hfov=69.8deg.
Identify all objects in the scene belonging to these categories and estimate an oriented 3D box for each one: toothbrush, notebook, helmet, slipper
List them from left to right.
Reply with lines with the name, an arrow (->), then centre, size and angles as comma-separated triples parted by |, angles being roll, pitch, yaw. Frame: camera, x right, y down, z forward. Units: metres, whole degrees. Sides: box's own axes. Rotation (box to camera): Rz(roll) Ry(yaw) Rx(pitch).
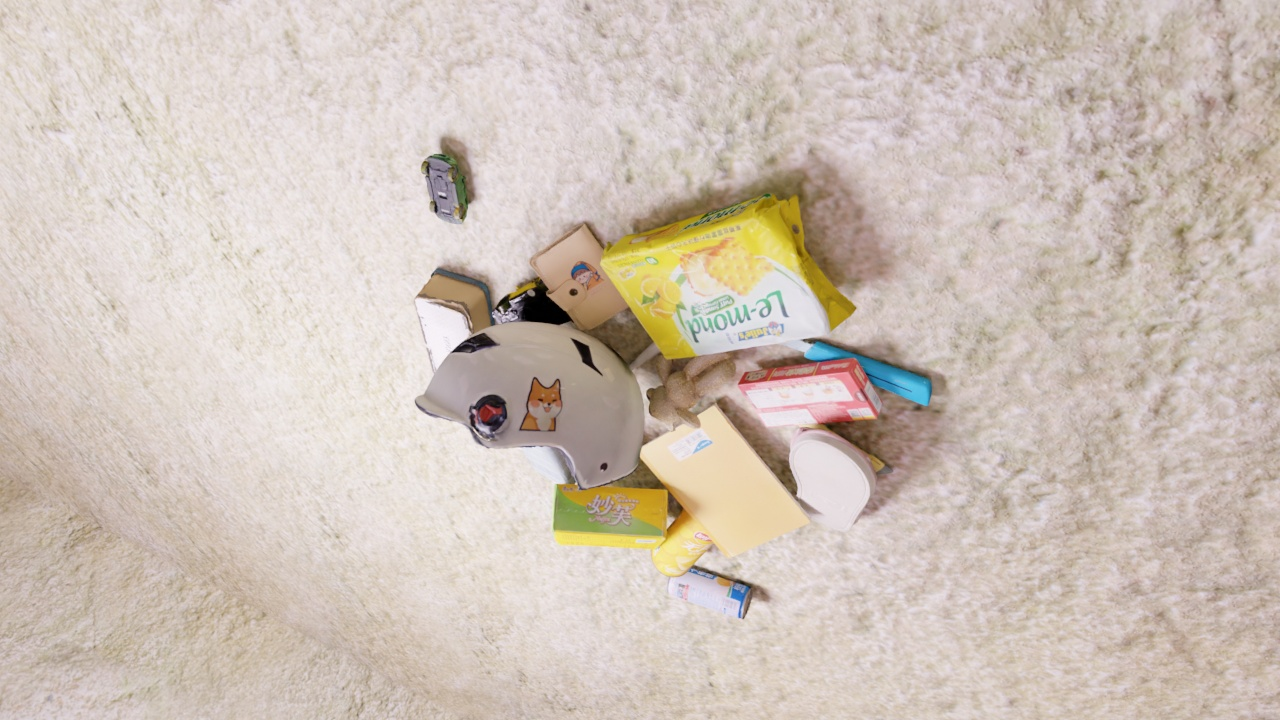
helmet -> -0.112, 0.033, 1.089 | 0.274, 0.157, 0.230 | 23, -176, 3
toothbrush -> -0.007, 0.007, 1.178 | 0.016, 0.016, 0.181 | 32, 143, -14
notebook -> 0.108, 0.165, 1.215 | 0.146, 0.010, 0.206 | -33, 103, 33
slipper -> 0.238, 0.143, 1.133 | 0.114, 0.054, 0.275 | 23, 157, 21

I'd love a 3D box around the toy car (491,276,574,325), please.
toy car -> -0.124, -0.069, 1.144 | 0.156, 0.041, 0.071 | -23, 119, 41

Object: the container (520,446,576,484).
container -> -0.117, 0.111, 1.298 | 0.090, 0.090, 0.111 | 22, 147, 41

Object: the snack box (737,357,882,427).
snack box -> 0.192, 0.039, 1.050 | 0.153, 0.025, 0.075 | -9, 128, 43

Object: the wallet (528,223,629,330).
wallet -> -0.068, -0.092, 1.070 | 0.087, 0.024, 0.115 | -30, 120, 15

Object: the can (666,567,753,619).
can -> 0.112, 0.378, 1.503 | 0.135, 0.053, 0.053 | 14, 141, 20

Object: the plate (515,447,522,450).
plate -> -0.210, 0.082, 1.387 | 0.164, 0.034, 0.164 | 41, 142, -13

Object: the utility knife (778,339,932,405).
utility knife -> 0.218, -0.001, 1.021 | 0.219, 0.018, 0.034 | 21, 143, 13

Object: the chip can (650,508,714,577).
chip can -> 0.079, 0.255, 1.369 | 0.072, 0.071, 0.214 | 29, 144, 0

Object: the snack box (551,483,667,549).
snack box -> -0.046, 0.228, 1.322 | 0.157, 0.070, 0.210 | 3, 165, -2

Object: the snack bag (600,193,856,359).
snack bag -> 0.085, -0.087, 0.965 | 0.247, 0.068, 0.158 | -9, 128, 40

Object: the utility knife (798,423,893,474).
utility knife -> 0.216, 0.084, 1.120 | 0.216, 0.022, 0.031 | 29, 142, -11

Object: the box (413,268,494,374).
box -> -0.247, -0.043, 1.244 | 0.090, 0.061, 0.185 | 19, 140, 13

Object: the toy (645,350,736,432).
toy -> 0.062, 0.031, 1.133 | 0.158, 0.066, 0.105 | -43, 72, 48

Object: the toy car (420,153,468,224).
toy car -> -0.224, -0.200, 1.062 | 0.043, 0.036, 0.091 | 18, 143, 16
